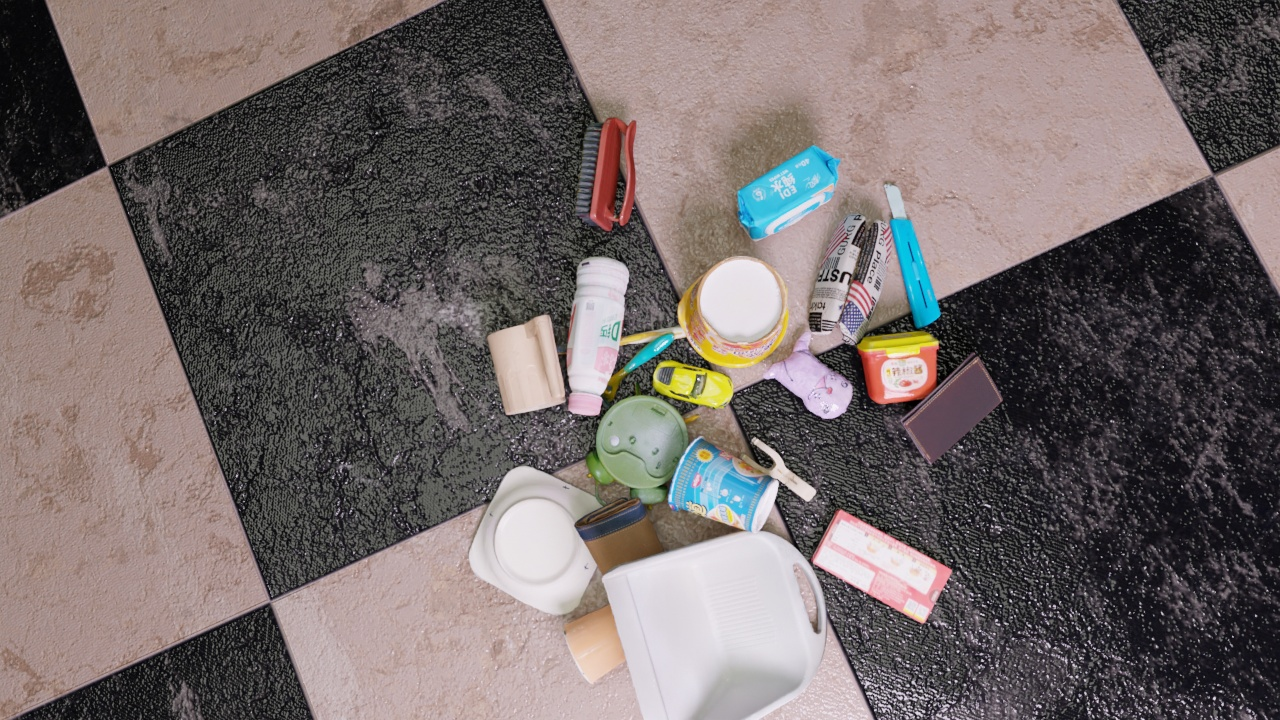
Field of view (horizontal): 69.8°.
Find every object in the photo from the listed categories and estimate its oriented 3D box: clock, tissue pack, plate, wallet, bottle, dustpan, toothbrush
[{"bbox_3d":[-0.003,0.119,1.164,0.116,0.056,0.161,27,88,9],"label":"clock"},{"bbox_3d":[0.185,-0.208,1.156,0.140,0.090,0.063,-30,82,3],"label":"tissue pack"},{"bbox_3d":[-0.131,0.232,1.179,0.163,0.034,0.164,24,88,8],"label":"plate"},{"bbox_3d":[-0.019,0.233,1.146,0.090,0.033,0.115,-24,107,6],"label":"wallet"},{"bbox_3d":[-0.059,-0.030,1.162,0.068,0.068,0.196,6,74,7],"label":"bottle"},{"bbox_3d":[0.379,0.061,1.117,0.122,0.020,0.096,-42,125,0],"label":"wallet"},{"bbox_3d":[0.108,0.311,1.066,0.143,0.257,0.222,-21,82,28],"label":"dustpan"},{"bbox_3d":[-0.022,-0.027,1.199,0.191,0.018,0.016,-8,85,6],"label":"toothbrush"}]

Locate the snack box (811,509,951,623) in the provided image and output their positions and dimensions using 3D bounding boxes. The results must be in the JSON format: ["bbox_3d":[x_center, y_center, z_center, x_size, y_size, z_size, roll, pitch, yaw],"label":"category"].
[{"bbox_3d":[0.296,0.253,1.131,0.153,0.025,0.075,28,87,8],"label":"snack box"}]

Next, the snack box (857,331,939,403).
[{"bbox_3d":[0.318,0.009,1.130,0.091,0.082,0.080,-7,97,7],"label":"snack box"}]

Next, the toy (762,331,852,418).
[{"bbox_3d":[0.220,0.025,1.156,0.108,0.039,0.083,42,82,10],"label":"toy"}]

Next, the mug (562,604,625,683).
[{"bbox_3d":[-0.025,0.336,1.139,0.123,0.078,0.078,-28,82,-2],"label":"mug"}]

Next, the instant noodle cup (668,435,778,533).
[{"bbox_3d":[0.104,0.157,1.115,0.110,0.099,0.099,21,87,21],"label":"instant noodle cup"}]

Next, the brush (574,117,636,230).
[{"bbox_3d":[-0.040,-0.247,1.201,0.069,0.063,0.145,4,83,19],"label":"brush"}]

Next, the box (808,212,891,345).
[{"bbox_3d":[0.275,-0.100,1.157,0.087,0.076,0.162,21,84,-14],"label":"box"}]

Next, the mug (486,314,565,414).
[{"bbox_3d":[-0.135,0.007,1.160,0.084,0.125,0.103,-10,84,-32],"label":"mug"}]

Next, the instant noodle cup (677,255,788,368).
[{"bbox_3d":[0.121,-0.064,1.135,0.138,0.110,0.138,0,84,2],"label":"instant noodle cup"}]

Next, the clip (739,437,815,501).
[{"bbox_3d":[0.170,0.137,1.137,0.104,0.082,0.035,39,89,20],"label":"clip"}]

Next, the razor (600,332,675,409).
[{"bbox_3d":[-0.007,0.007,1.189,0.132,0.028,0.043,-41,105,5],"label":"razor"}]

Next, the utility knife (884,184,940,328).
[{"bbox_3d":[0.342,-0.136,1.168,0.034,0.018,0.191,-14,82,6],"label":"utility knife"}]

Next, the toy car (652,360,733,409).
[{"bbox_3d":[0.067,0.030,1.177,0.105,0.032,0.048,15,86,6],"label":"toy car"}]
